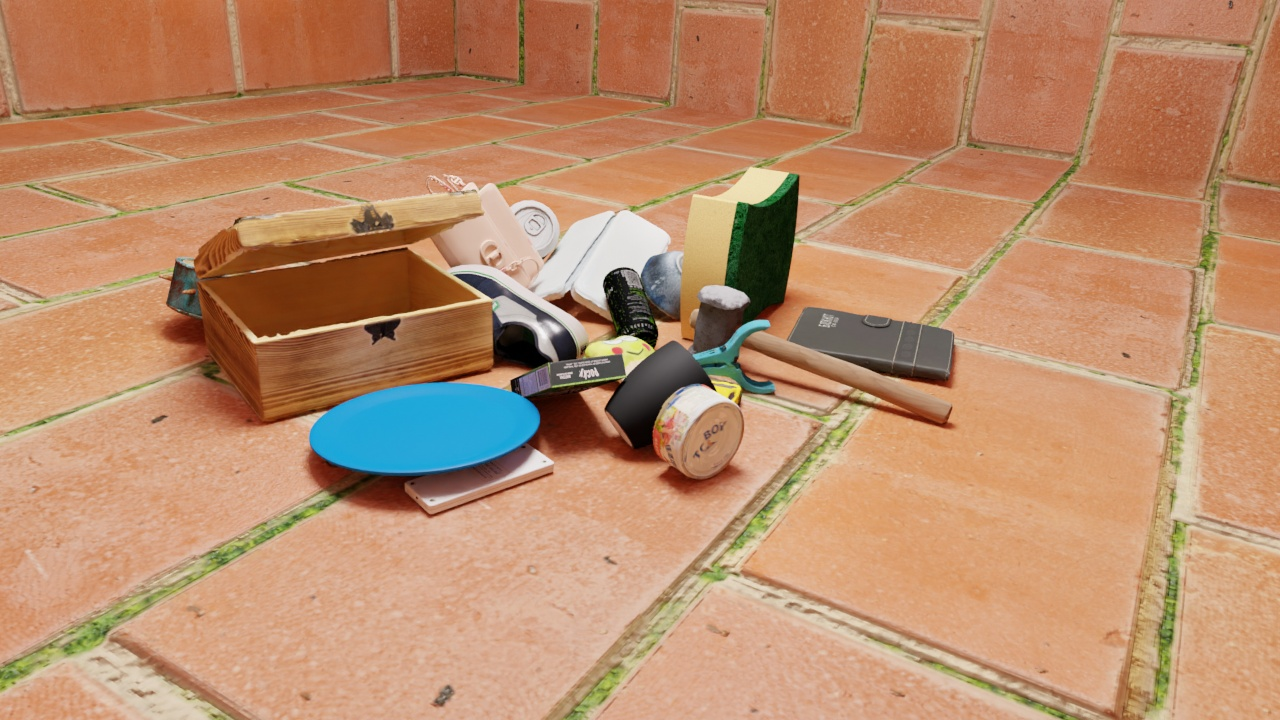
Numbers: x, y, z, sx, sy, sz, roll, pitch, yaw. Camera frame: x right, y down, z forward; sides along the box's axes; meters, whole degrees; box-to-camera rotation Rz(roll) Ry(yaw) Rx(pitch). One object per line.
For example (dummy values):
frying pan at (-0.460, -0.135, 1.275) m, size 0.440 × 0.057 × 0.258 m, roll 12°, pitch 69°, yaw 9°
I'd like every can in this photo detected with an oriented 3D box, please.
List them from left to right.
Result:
can at (-0.177, -0.188, 1.402) m, size 0.087 × 0.087 × 0.140 m, roll -4°, pitch -3°, yaw -16°
can at (-0.013, -0.066, 1.201) m, size 0.054 × 0.054 × 0.137 m, roll -3°, pitch 42°, yaw -13°
can at (0.057, 0.070, 0.896) m, size 0.086 × 0.086 × 0.043 m, roll -15°, pitch 29°, yaw -35°

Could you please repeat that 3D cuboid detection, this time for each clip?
clip at (0.117, 0.007, 1.083) m, size 0.121 × 0.119 × 0.033 m, roll -39°, pitch 18°, yaw 14°

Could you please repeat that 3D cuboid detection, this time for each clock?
clock at (-0.525, -0.080, 1.182) m, size 0.157 × 0.073 × 0.121 m, roll 8°, pitch 11°, yaw -46°

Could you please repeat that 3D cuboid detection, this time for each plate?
plate at (-0.213, 0.073, 0.921) m, size 0.224 × 0.024 × 0.224 m, roll 0°, pitch 19°, yaw 0°

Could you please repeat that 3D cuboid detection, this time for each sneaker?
sneaker at (-0.179, -0.051, 1.139) m, size 0.235 × 0.084 × 0.078 m, roll 27°, pitch 39°, yaw 28°

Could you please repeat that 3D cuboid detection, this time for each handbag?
handbag at (-0.245, -0.148, 1.293) m, size 0.187 × 0.199 × 0.116 m, roll 11°, pitch 53°, yaw 45°

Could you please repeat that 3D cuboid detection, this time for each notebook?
notebook at (0.309, -0.026, 1.225) m, size 0.209 × 0.029 × 0.169 m, roll 12°, pitch 26°, yaw 16°

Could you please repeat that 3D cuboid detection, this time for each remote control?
remote control at (-0.151, 0.111, 0.869) m, size 0.135 × 0.011 × 0.050 m, roll -16°, pitch 30°, yaw -37°

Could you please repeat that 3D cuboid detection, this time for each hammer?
hammer at (0.206, 0.002, 1.089) m, size 0.329 × 0.098 × 0.052 m, roll 21°, pitch 31°, yaw 23°

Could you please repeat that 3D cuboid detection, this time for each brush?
brush at (0.140, -0.147, 1.267) m, size 0.075 × 0.195 × 0.249 m, roll 14°, pitch 26°, yaw 22°

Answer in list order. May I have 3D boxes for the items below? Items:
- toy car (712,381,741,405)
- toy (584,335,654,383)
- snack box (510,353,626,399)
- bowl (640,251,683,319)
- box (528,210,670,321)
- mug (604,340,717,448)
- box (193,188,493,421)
toy car at (0.085, 0.045, 1.028) m, size 0.049 × 0.030 × 0.106 m, roll 8°, pitch 23°, yaw 12°
toy at (-0.006, 0.006, 1.088) m, size 0.092 × 0.046 × 0.115 m, roll -12°, pitch 35°, yaw -43°
snack box at (-0.081, 0.020, 0.980) m, size 0.080 × 0.025 × 0.148 m, roll -8°, pitch -5°, yaw -23°
bowl at (0.059, -0.116, 1.299) m, size 0.110 × 0.055 × 0.110 m, roll 18°, pitch 50°, yaw -23°
box at (-0.064, -0.145, 1.335) m, size 0.186 × 0.084 × 0.210 m, roll 16°, pitch 47°, yaw 16°
mug at (0.016, 0.045, 0.962) m, size 0.100 × 0.085 × 0.119 m, roll -36°, pitch -8°, yaw -10°
box at (-0.354, -0.099, 1.079) m, size 0.278 × 0.221 × 0.259 m, roll -16°, pitch 28°, yaw -34°
